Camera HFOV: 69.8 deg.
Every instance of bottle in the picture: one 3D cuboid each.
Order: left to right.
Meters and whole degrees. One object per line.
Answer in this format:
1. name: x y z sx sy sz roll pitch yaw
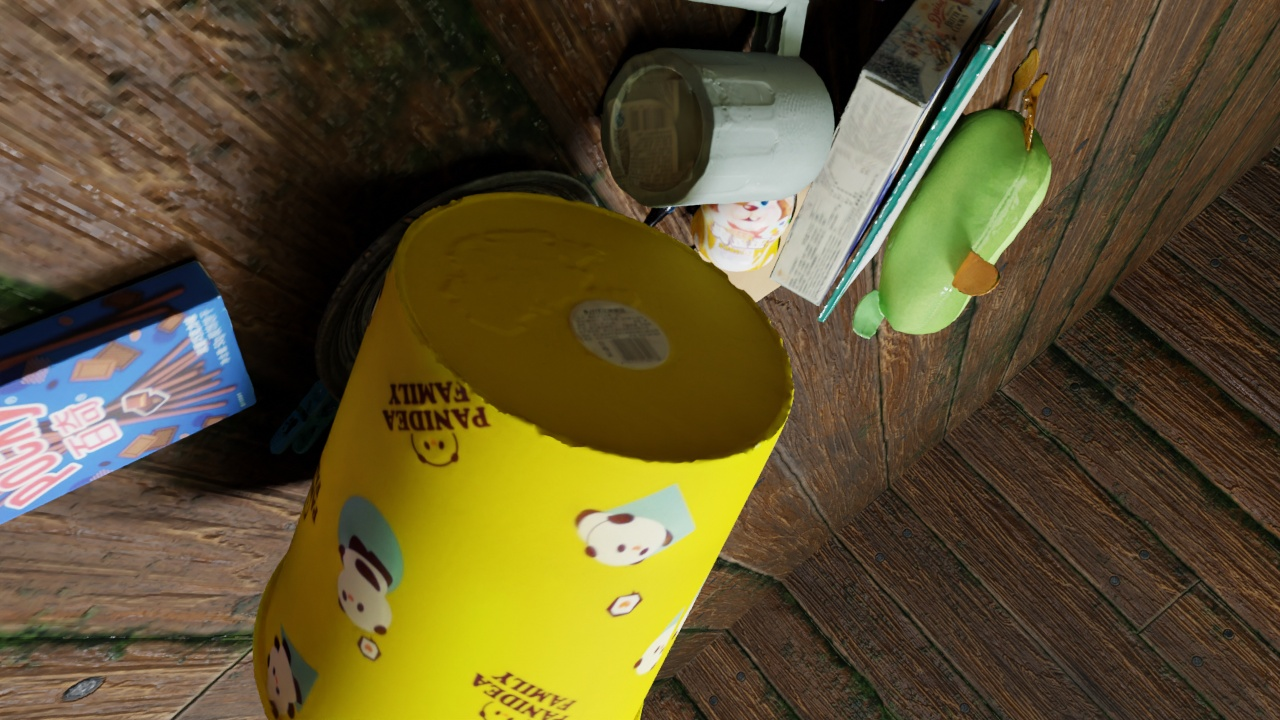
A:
1. bottle: 0.072 -0.110 0.600 0.063 0.063 0.109 -28 154 -30

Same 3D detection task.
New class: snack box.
1. snack box: -0.244 0.023 0.377 0.156 0.026 0.085 -29 156 -27
2. snack box: 0.166 -0.155 0.615 0.182 0.046 0.178 -53 168 -35

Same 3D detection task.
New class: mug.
1. mug: 0.043 -0.144 0.488 0.103 0.084 0.124 -16 120 -44

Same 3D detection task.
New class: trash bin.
1. trash bin: -0.060 0.071 0.468 0.229 0.229 0.256 -17 143 -45

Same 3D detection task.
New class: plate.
1. plate: -0.099 -0.039 0.505 0.179 0.024 0.180 -35 159 -16

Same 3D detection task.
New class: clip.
1. clip: -0.184 0.032 0.513 0.057 0.014 0.043 -45 157 15

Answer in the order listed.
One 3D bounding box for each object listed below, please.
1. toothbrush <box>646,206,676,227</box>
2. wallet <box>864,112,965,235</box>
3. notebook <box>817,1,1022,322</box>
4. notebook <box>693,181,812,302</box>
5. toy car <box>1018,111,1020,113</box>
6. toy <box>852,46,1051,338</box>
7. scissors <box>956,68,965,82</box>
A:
1. toothbrush: 0.030 -0.115 0.584 0.014 0.016 0.190 -17 147 -55
2. wallet: 0.233 -0.162 0.790 0.115 0.020 0.101 -36 161 -51
3. notebook: 0.192 -0.135 0.633 0.150 0.012 0.210 -46 164 -51
4. notebook: 0.079 -0.072 0.754 0.207 0.008 0.148 -34 157 -18
5. toy car: 0.305 -0.180 0.871 0.155 0.041 0.071 -47 163 -17
6. toy: 0.257 -0.120 0.726 0.226 0.090 0.247 -68 180 -55
7. scissors: 0.229 -0.189 0.774 0.134 0.017 0.057 -53 156 19
